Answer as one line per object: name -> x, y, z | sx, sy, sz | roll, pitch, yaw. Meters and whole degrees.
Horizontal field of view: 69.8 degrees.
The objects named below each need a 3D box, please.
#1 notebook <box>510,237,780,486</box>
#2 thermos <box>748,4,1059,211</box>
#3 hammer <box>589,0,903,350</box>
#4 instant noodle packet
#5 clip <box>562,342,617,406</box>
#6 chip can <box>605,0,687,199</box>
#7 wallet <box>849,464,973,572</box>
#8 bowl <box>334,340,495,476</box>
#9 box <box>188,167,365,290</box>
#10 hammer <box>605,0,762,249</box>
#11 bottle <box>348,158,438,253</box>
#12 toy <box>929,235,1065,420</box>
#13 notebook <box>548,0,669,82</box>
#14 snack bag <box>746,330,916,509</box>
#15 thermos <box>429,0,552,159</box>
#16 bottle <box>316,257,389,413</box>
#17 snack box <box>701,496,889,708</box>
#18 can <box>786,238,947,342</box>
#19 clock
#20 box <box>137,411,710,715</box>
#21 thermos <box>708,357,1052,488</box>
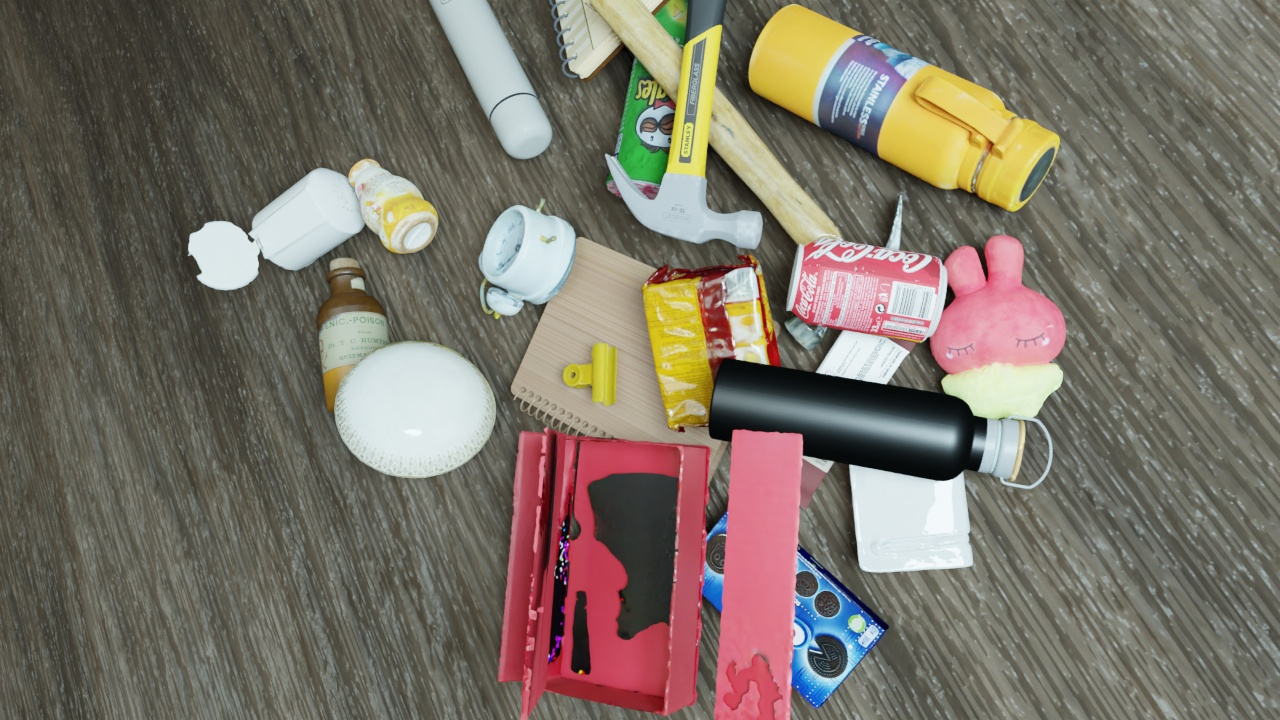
notebook -> -0.005, 0.005, 0.802 | 0.210, 0.022, 0.169 | 26, 95, 27
thermos -> 0.190, -0.190, 0.689 | 0.233, 0.091, 0.076 | 37, 120, 26
hammer -> 0.077, -0.174, 0.727 | 0.132, 0.033, 0.330 | -41, 85, 17
instant noodle packet -> 0.058, -0.014, 0.724 | 0.099, 0.039, 0.135 | -9, 97, 18
clip -> -0.041, 0.013, 0.797 | 0.050, 0.044, 0.054 | -15, 73, 59
chip can -> 0.028, -0.249, 0.791 | 0.075, 0.075, 0.223 | 11, 88, 28
wallet -> 0.199, 0.099, 0.683 | 0.086, 0.032, 0.116 | -3, 80, 16
bowl -> -0.211, 0.035, 0.863 | 0.145, 0.145, 0.063 | -48, 28, 14
box -> -0.372, -0.134, 0.945 | 0.138, 0.143, 0.083 | -28, 99, 24
hammer -> 0.049, -0.253, 0.697 | 0.127, 0.029, 0.324 | 9, 97, 15
bottle -> -0.254, -0.158, 0.928 | 0.063, 0.063, 0.109 | -48, 67, 14
toy -> 0.255, -0.022, 0.658 | 0.092, 0.045, 0.135 | -5, 87, 24
notebook -> -0.027, -0.376, 0.815 | 0.168, 0.024, 0.225 | -34, 55, 37
snack bag -> 0.148, 0.037, 0.716 | 0.057, 0.013, 0.158 | 31, 99, 0
thermos -> -0.149, -0.294, 0.899 | 0.052, 0.052, 0.224 | -34, 69, 19
bottle -> -0.290, -0.028, 0.927 | 0.068, 0.067, 0.157 | -17, 76, 24
snack box -> 0.109, 0.186, 0.716 | 0.150, 0.027, 0.082 | 41, 102, 26
can -> 0.163, -0.052, 0.670 | 0.105, 0.064, 0.064 | 10, 88, 6
clock -> -0.111, -0.088, 0.842 | 0.118, 0.057, 0.083 | -44, 46, 29
box -> -0.201, 0.156, 0.755 | 0.511, 0.141, 0.215 | 3, 85, 11
thermos -> 0.167, 0.046, 0.649 | 0.231, 0.061, 0.061 | 10, 87, 14
